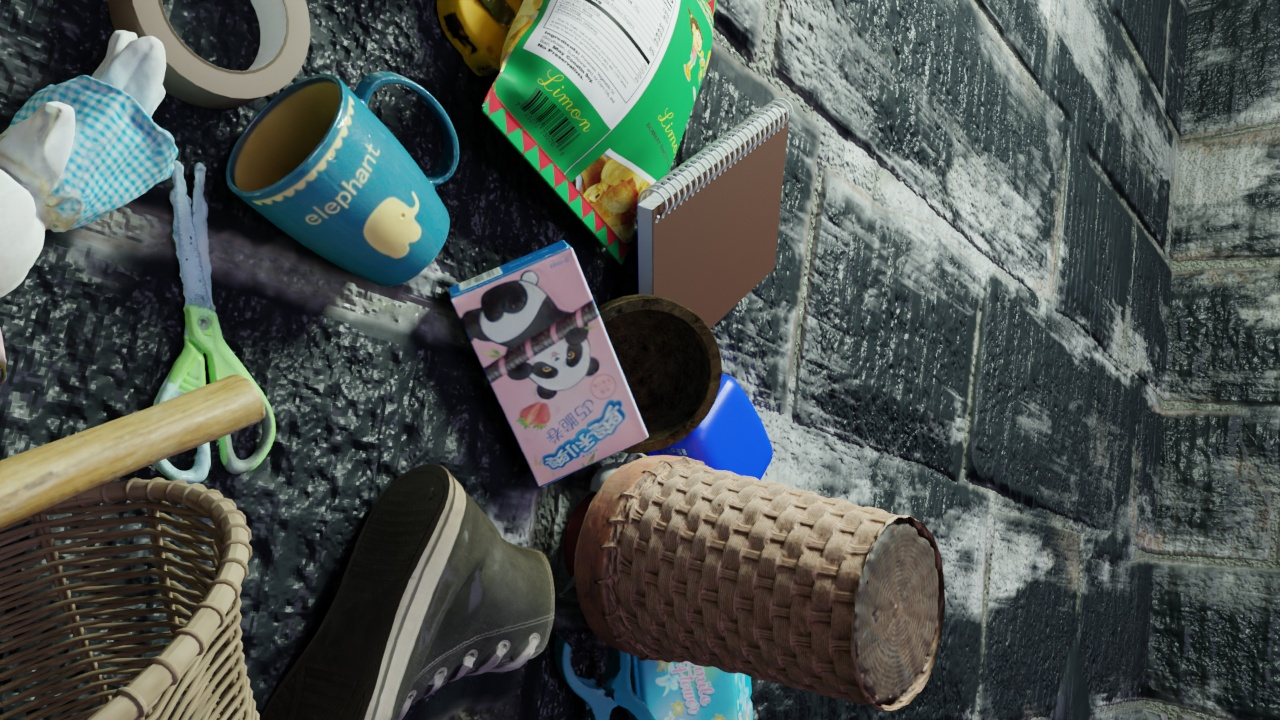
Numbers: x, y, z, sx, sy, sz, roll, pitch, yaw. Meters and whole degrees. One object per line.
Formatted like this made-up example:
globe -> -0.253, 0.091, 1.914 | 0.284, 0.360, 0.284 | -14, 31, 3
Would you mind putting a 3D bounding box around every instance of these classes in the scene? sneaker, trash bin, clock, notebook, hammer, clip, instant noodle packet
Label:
sneaker -> -0.137, 0.193, 0.548 | 0.120, 0.095, 0.234 | 45, 51, -39
trash bin -> 0.079, 0.147, 0.627 | 0.151, 0.211, 0.151 | -1, 91, -48
clock -> -0.013, 0.133, 0.715 | 0.087, 0.044, 0.124 | 35, 65, -43
notebook -> 0.064, -0.104, 0.771 | 0.208, 0.022, 0.172 | -42, 144, -40
hammer -> -0.293, 0.074, 0.328 | 0.329, 0.132, 0.033 | -28, 114, -43
clip -> -0.038, 0.260, 0.694 | 0.113, 0.028, 0.127 | -15, 99, -23
instant noodle packet -> -0.016, -0.227, 0.665 | 0.195, 0.090, 0.252 | 43, 62, -55

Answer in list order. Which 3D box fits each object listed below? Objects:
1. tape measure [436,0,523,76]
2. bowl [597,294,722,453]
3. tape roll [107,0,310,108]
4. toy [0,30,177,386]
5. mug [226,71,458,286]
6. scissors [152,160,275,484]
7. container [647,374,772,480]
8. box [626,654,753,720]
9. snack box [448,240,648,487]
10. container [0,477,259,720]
tape measure -> -0.106, -0.238, 0.619 | 0.059, 0.030, 0.068 | 47, 57, -40
bowl -> -0.004, 0.004, 0.700 | 0.121, 0.056, 0.121 | -4, 110, -12
tape roll -> -0.225, -0.183, 0.484 | 0.093, 0.030, 0.093 | -1, 91, -48
toy -> -0.273, -0.075, 0.390 | 0.105, 0.131, 0.205 | 31, 60, -27
mug -> -0.153, -0.105, 0.519 | 0.112, 0.084, 0.104 | -49, 138, -5
scissors -> -0.232, -0.022, 0.494 | 0.072, 0.033, 0.175 | -5, 98, -45
container -> 0.063, 0.071, 0.789 | 0.096, 0.058, 0.114 | -54, 128, -33
box -> 0.063, 0.305, 0.790 | 0.180, 0.074, 0.227 | -12, 99, -46
snack box -> -0.061, 0.004, 0.635 | 0.088, 0.033, 0.154 | -23, 112, -5
container -> -0.231, 0.186, 0.348 | 0.226, 0.227, 0.196 | -34, 122, -43
